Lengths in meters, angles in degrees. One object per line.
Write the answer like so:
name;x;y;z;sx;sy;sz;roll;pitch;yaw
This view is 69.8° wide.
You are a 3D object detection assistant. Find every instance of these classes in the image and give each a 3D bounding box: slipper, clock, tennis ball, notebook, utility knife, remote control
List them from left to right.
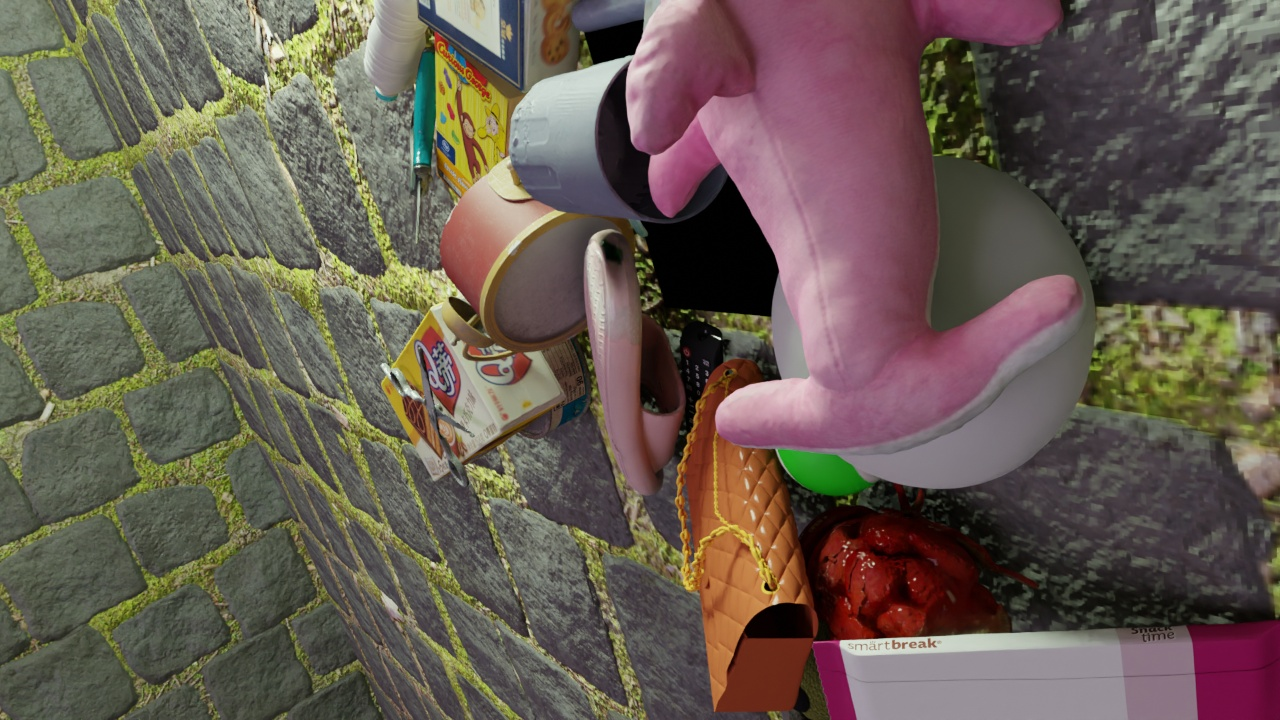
clock;-0.081;-0.064;0.627;0.081;0.116;0.159;47;128;30
utility knife;-0.036;-0.148;0.590;0.165;0.015;0.022;59;147;8
slipper;-0.004;0.004;0.617;0.222;0.055;0.106;82;174;-49
notebook;0.034;-0.123;0.512;0.149;0.016;0.207;10;123;55
remote control;0.047;0.041;0.626;0.033;0.015;0.147;30;138;42
tennis ball;0.104;0.039;0.487;0.065;0.065;0.065;37;142;36

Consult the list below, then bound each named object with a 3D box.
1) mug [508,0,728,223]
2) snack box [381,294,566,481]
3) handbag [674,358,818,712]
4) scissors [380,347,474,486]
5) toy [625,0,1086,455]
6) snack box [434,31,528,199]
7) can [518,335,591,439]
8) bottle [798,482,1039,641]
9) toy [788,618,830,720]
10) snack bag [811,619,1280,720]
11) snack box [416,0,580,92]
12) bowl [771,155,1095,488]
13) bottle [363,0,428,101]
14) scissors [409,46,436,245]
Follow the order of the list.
mug;-0.012;-0.137;0.488;0.104;0.083;0.124;17;104;56
snack box;-0.150;0.024;0.777;0.110;0.061;0.231;61;151;2
handbag;0.054;0.095;0.528;0.171;0.060;0.109;-95;9;-48
scissors;-0.173;0.039;0.747;0.175;0.014;0.142;26;138;49
toy;0.053;-0.093;0.349;0.187;0.127;0.265;-22;75;40
snack box;-0.108;-0.165;0.667;0.088;0.040;0.126;47;147;25
can;-0.099;0.000;0.786;0.130;0.044;0.130;37;142;36
bottle;0.138;0.119;0.479;0.111;0.099;0.099;-147;36;-71
toy;0.134;0.227;0.563;0.153;0.078;0.179;63;176;-6
snack bag;0.180;0.146;0.403;0.197;0.016;0.070;-9;110;19
snack box;-0.088;-0.255;0.545;0.145;0.042;0.145;42;140;36
bowl;0.112;-0.014;0.400;0.150;0.043;0.149;7;101;42
bottle;-0.191;-0.252;0.720;0.044;0.044;0.137;57;150;8
scissors;-0.174;-0.172;0.730;0.124;0.019;0.155;-132;48;-67
